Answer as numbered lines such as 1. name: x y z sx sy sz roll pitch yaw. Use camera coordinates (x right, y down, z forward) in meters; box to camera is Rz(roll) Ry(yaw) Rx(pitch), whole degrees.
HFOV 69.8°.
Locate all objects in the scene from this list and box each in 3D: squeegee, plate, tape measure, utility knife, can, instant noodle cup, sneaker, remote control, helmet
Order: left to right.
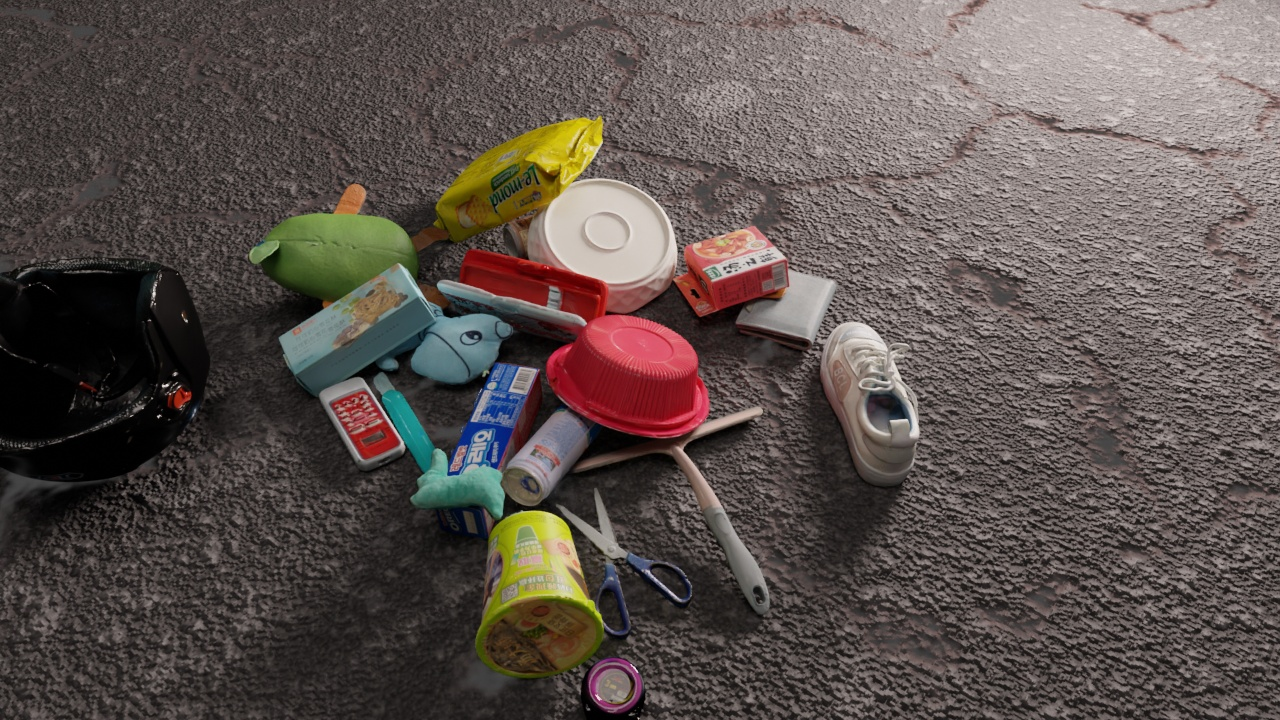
1. helmet: -0.571 0.013 0.944 0.233 0.231 0.274 0 51 -1
2. remote control: -0.316 0.069 1.039 0.055 0.020 0.136 -24 50 -23
3. utility knife: -0.263 0.072 1.042 0.029 0.013 0.187 -22 50 -25
4. instant noodle cup: -0.098 0.206 0.844 0.111 0.112 0.123 -6 37 -8
5. can: -0.128 -0.178 1.274 0.116 0.059 0.058 -21 48 -22
6. can: -0.093 0.095 0.977 0.053 0.053 0.134 19 37 17
7. plate: -0.047 -0.161 1.220 0.204 0.046 0.204 5 61 -10
8. tape measure: -0.024 0.291 0.800 0.057 0.039 0.057 3 49 2
9. instant noodle cup: -0.006 0.006 1.038 0.194 0.066 0.193 14 27 -8
10. squeegee: 0.071 0.152 0.948 0.247 0.040 0.249 -16 47 -17
11. sneaker: 0.263 0.024 1.048 0.089 0.091 0.241 0 43 -2

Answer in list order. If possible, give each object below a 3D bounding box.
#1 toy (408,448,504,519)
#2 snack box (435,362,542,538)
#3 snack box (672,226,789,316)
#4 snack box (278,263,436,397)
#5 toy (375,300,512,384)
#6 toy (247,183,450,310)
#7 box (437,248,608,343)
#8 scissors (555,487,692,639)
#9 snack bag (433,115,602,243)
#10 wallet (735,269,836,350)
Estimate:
1. toy: -0.180 0.121 0.899 0.092 0.030 0.096 -5 41 -7
2. snack box: -0.161 0.092 0.991 0.057 0.058 0.206 8 44 8
3. snack box: 0.114 -0.119 1.200 0.127 0.044 0.113 -19 35 -7
4. snack box: -0.337 -0.037 1.093 0.174 0.052 0.074 -34 52 -8
5. toy: -0.238 -0.019 1.111 0.161 0.050 0.156 -31 59 -11
6. toy: -0.368 -0.129 1.180 0.246 0.090 0.226 6 64 -18
7. box: -0.149 -0.074 1.135 0.201 0.095 0.098 15 13 15
8. scissors: -0.018 0.198 0.909 0.163 0.012 0.162 8 48 3
9. snack bag: -0.173 -0.257 1.274 0.247 0.068 0.157 -15 33 35
10. wallet: 0.188 -0.074 1.188 0.106 0.037 0.129 17 46 15
